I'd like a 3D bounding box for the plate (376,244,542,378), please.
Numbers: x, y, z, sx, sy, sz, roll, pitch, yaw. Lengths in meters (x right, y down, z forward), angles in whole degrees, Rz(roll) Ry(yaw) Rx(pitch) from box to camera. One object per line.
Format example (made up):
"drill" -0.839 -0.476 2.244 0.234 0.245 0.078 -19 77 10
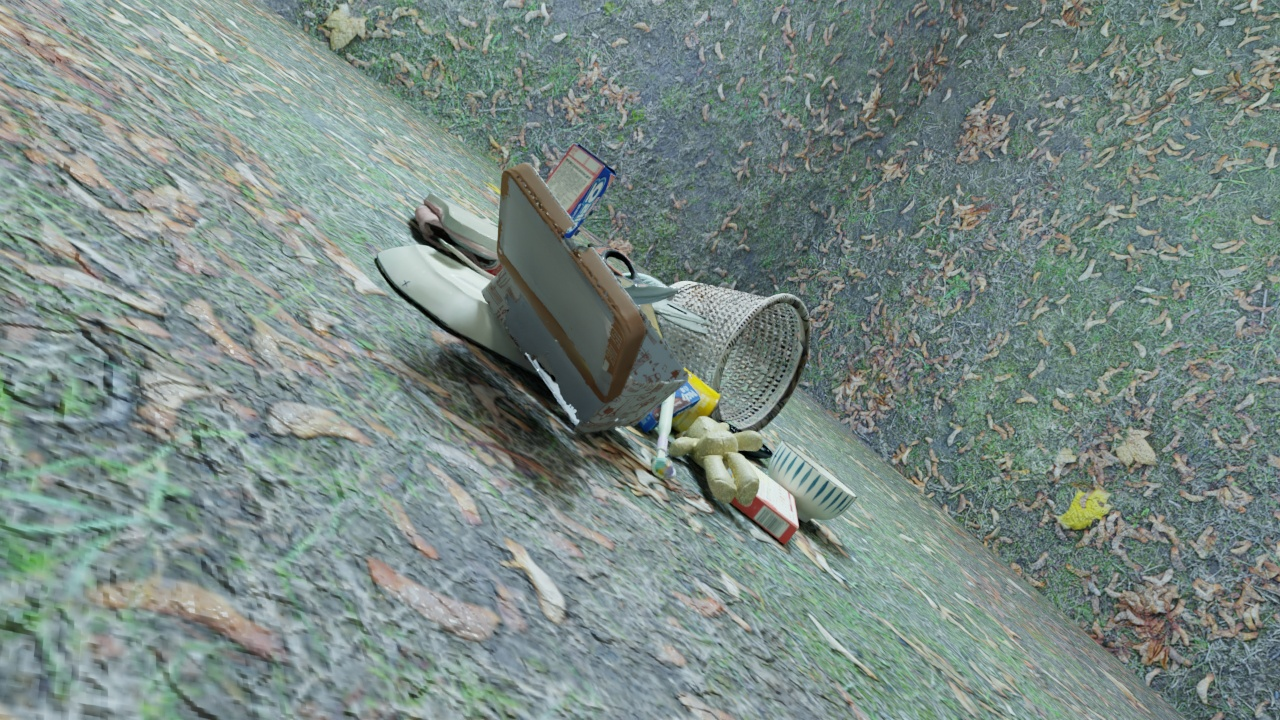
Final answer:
"plate" -0.144 -0.046 0.930 0.265 0.034 0.162 31 10 -41

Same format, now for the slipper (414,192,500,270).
"slipper" -0.219 -0.154 1.130 0.114 0.054 0.274 25 7 -25

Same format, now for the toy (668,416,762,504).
"toy" 0.084 0.106 0.982 0.105 0.066 0.157 -10 20 -8

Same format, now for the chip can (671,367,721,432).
"chip can" -0.007 0.006 1.109 0.213 0.072 0.072 38 8 -3

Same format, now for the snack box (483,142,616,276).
"snack box" -0.116 -0.181 1.199 0.058 0.208 0.057 40 9 14

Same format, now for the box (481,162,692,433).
"box" -0.057 -0.040 0.812 0.179 0.125 0.274 54 -2 16

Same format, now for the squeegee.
"squeegee" -0.083 -0.082 1.022 0.249 0.040 0.248 7 -3 -1

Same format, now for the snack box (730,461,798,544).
"snack box" 0.139 0.156 1.040 0.077 0.027 0.155 37 8 4

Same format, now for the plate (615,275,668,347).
"plate" -0.046 -0.051 1.182 0.164 0.034 0.164 18 -32 33

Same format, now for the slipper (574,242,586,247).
"slipper" -0.088 -0.122 1.364 0.268 0.083 0.110 50 15 24

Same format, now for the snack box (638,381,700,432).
"snack box" -0.010 0.002 1.034 0.084 0.026 0.157 -24 71 -46

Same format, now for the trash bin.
"trash bin" 0.116 -0.022 1.388 0.192 0.227 0.227 28 1 37

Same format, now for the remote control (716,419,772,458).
"remote control" 0.146 0.116 1.309 0.053 0.024 0.136 43 9 37

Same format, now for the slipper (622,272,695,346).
"slipper" 0.019 -0.079 1.489 0.245 0.104 0.074 37 24 -49

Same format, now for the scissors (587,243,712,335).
"scissors" 0.003 -0.102 1.295 0.205 0.015 0.196 -6 58 -13

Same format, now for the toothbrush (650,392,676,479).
"toothbrush" 0.028 0.060 0.941 0.029 0.020 0.189 36 25 -13

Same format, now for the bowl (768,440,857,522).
"bowl" 0.207 0.161 1.158 0.116 0.066 0.116 36 5 -4

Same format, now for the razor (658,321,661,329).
"razor" -0.055 -0.057 1.267 0.167 0.068 0.062 22 30 14
